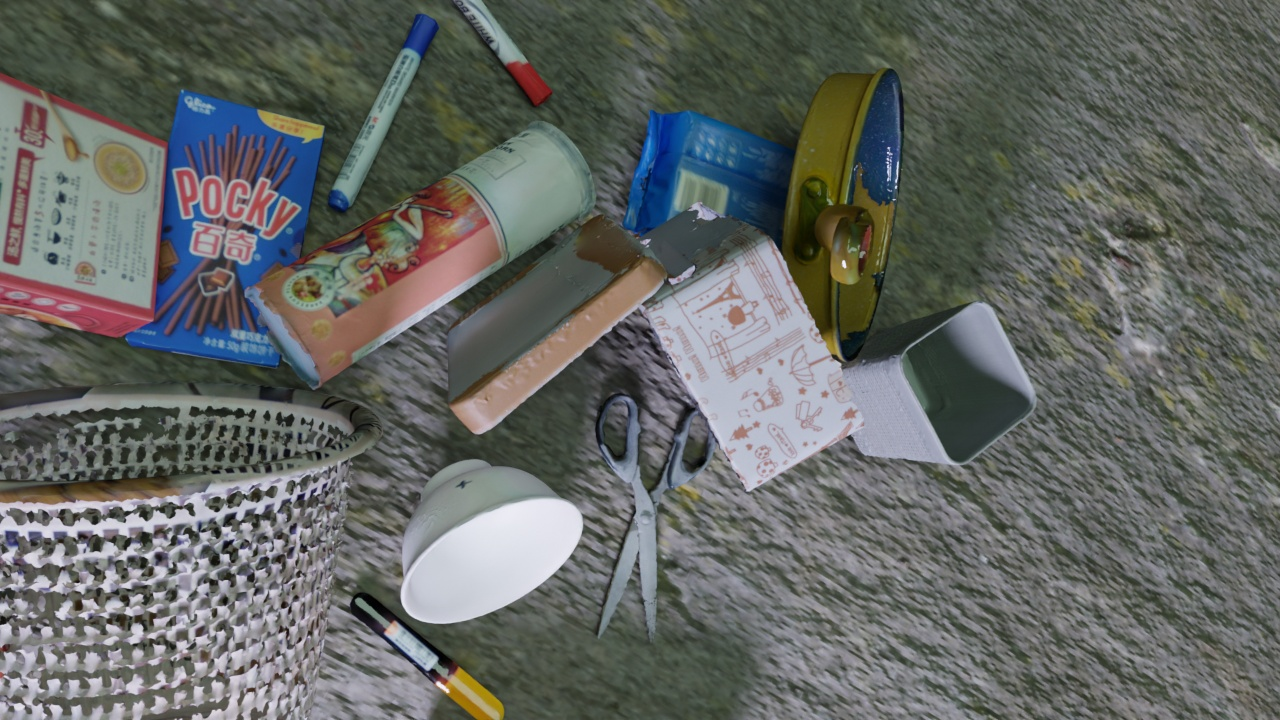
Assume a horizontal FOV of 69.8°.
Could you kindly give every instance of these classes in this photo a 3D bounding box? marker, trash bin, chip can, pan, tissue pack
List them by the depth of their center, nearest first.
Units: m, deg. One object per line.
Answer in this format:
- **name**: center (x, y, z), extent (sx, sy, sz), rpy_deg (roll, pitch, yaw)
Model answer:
- **trash bin**: center (-0.247, 0.122, 0.459), extent (0.227, 0.227, 0.192), rpy_deg (0, 99, -20)
- **pan**: center (0.127, -0.082, 0.555), extent (0.078, 0.356, 0.198), rpy_deg (9, 104, 22)
- **chip can**: center (-0.129, -0.069, 0.568), extent (0.214, 0.071, 0.071), rpy_deg (-38, 98, -26)
- **marker**: center (-0.136, 0.191, 0.586), extent (0.124, 0.015, 0.018), rpy_deg (43, 71, -9)
- **marker**: center (-0.169, -0.164, 0.605), extent (0.017, 0.017, 0.145), rpy_deg (25, 77, -16)
- **marker**: center (-0.112, -0.239, 0.633), extent (0.017, 0.017, 0.145), rpy_deg (-42, 99, -19)
- **tissue pack**: center (0.067, -0.115, 0.668), extent (0.157, 0.052, 0.095), rpy_deg (16, 82, -18)

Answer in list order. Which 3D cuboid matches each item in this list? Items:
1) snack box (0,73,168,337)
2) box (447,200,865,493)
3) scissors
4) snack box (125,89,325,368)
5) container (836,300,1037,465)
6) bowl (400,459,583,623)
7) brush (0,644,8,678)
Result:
- **snack box**: center (-0.323, -0.083, 0.482), extent (0.127, 0.044, 0.113), rpy_deg (21, 61, -55)
- **box**: center (-0.005, 0.003, 0.552), extent (0.193, 0.183, 0.157), rpy_deg (-32, 108, 2)
- **scissors**: center (0.005, 0.103, 0.645), extent (0.170, 0.014, 0.159), rpy_deg (-36, 97, -19)
- **snack box**: center (-0.251, -0.079, 0.561), extent (0.084, 0.026, 0.157), rpy_deg (11, 82, -19)
- **container**: center (0.204, 0.019, 0.672), extent (0.090, 0.114, 0.090), rpy_deg (-31, 96, -20)
- **bowl**: center (-0.102, 0.102, 0.572), extent (0.118, 0.118, 0.064), rpy_deg (-22, 53, -21)
- **brush**: center (-0.375, 0.197, 0.468), extent (0.063, 0.069, 0.145), rpy_deg (23, 78, -18)
